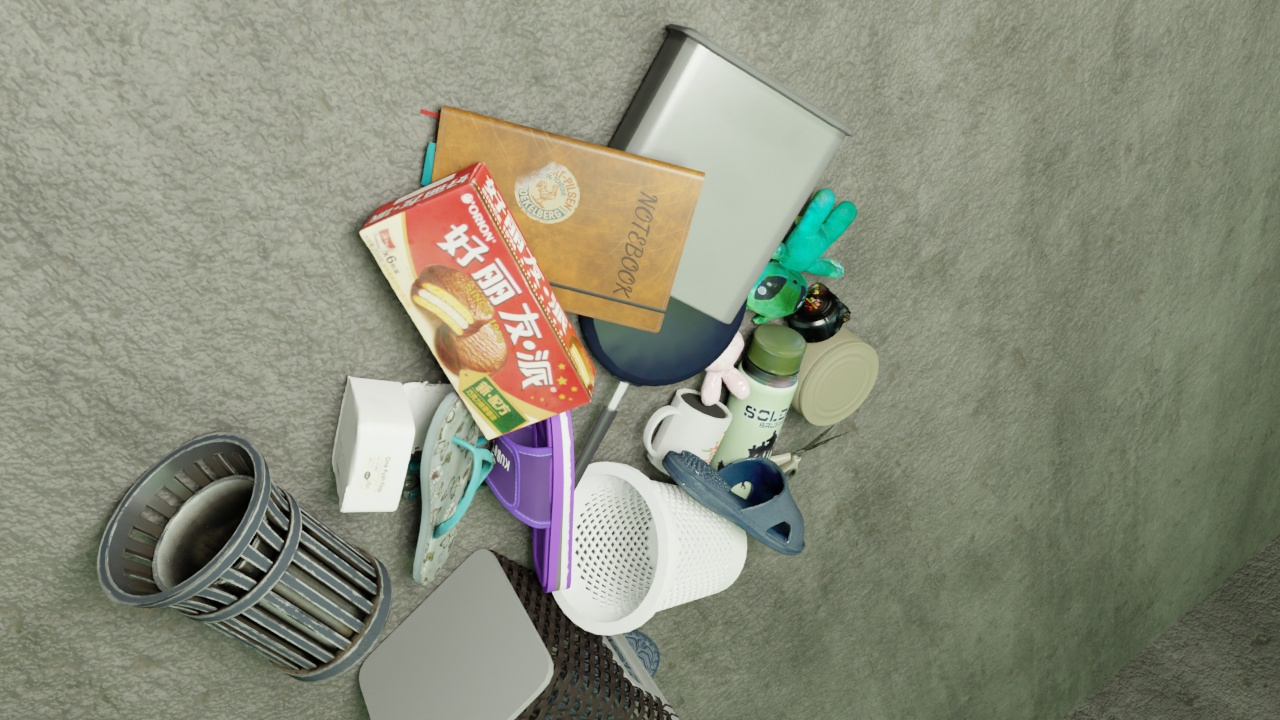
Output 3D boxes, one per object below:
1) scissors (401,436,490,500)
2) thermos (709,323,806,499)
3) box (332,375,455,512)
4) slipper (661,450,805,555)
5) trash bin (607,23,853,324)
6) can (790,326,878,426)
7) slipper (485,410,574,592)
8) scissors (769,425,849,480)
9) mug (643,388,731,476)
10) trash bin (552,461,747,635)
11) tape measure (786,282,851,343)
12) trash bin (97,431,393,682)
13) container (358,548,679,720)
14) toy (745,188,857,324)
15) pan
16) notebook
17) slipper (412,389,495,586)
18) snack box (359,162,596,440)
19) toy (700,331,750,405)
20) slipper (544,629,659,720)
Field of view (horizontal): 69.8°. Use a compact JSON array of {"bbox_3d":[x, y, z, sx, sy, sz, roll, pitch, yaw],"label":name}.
[{"bbox_3d":[-0.221,0.120,0.992,0.124,0.019,0.156,-51,135,5],"label":"scissors"},{"bbox_3d":[0.146,0.063,1.152,0.082,0.082,0.232,-7,127,-30],"label":"thermos"},{"bbox_3d":[-0.229,0.078,0.914,0.136,0.128,0.109,8,116,-28],"label":"box"},{"bbox_3d":[0.134,0.156,1.098,0.082,0.101,0.263,-50,130,7],"label":"slipper"},{"bbox_3d":[0.061,-0.177,0.892,0.191,0.097,0.220,25,106,-20],"label":"trash bin"},{"bbox_3d":[0.237,0.014,1.191,0.127,0.073,0.128,-17,128,-24],"label":"can"},{"bbox_3d":[-0.126,0.140,1.002,0.084,0.107,0.267,-6,117,-17],"label":"slipper"},{"bbox_3d":[0.202,0.134,1.252,0.162,0.012,0.158,-8,149,-9],"label":"scissors"},{"bbox_3d":[0.049,0.089,1.115,0.105,0.073,0.090,9,114,-38],"label":"mug"},{"bbox_3d":[0.020,0.226,1.127,0.199,0.195,0.196,11,113,-49],"label":"trash bin"},{"bbox_3d":[0.216,-0.056,1.134,0.072,0.071,0.042,-27,135,-9],"label":"tape measure"},{"bbox_3d":[-0.352,0.198,0.864,0.164,0.164,0.227,-38,137,-7],"label":"trash bin"},{"bbox_3d":[-0.148,0.407,1.086,0.245,0.247,0.243,-45,131,0],"label":"container"},{"bbox_3d":[0.174,-0.114,1.071,0.130,0.072,0.194,17,118,-38],"label":"toy"},{"bbox_3d":[-0.006,0.006,1.021,0.198,0.021,0.357,22,102,-29],"label":"pan"},{"bbox_3d":[-0.085,-0.118,0.837,0.249,0.014,0.179,14,120,-4],"label":"notebook"},{"bbox_3d":[-0.186,0.135,0.949,0.098,0.055,0.269,-57,168,-51],"label":"slipper"},{"bbox_3d":[-0.140,-0.048,0.836,0.113,0.060,0.236,-20,118,13],"label":"snack box"},{"bbox_3d":[0.093,-0.002,1.090,0.063,0.047,0.110,-8,96,7],"label":"toy"},{"bbox_3d":[-0.080,0.480,1.288,0.252,0.105,0.095,-50,177,-14],"label":"slipper"}]
